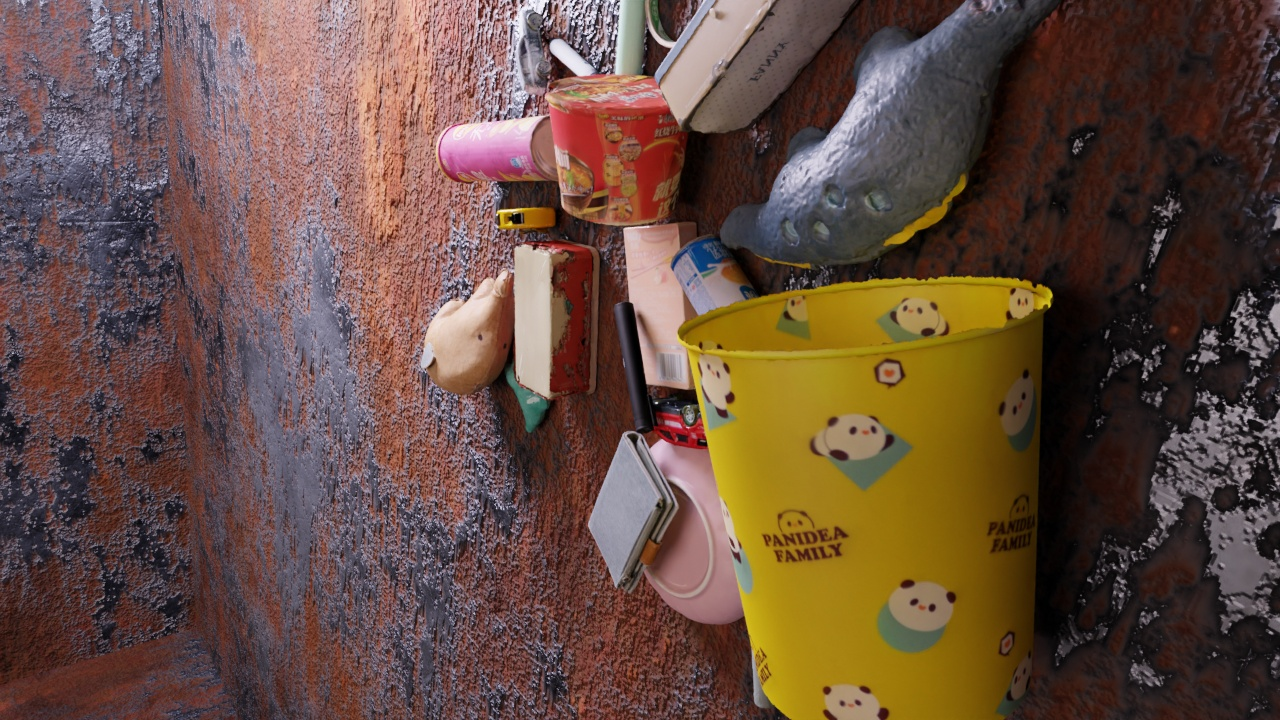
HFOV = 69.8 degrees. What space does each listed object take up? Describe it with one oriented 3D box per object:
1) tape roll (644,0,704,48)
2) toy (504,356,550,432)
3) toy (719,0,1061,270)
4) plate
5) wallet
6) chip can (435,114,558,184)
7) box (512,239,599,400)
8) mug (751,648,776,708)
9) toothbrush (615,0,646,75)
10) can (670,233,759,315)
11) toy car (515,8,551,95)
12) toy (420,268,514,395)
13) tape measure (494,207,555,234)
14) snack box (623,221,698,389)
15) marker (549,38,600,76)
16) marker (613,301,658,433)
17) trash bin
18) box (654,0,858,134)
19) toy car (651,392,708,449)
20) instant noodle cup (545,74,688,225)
[{"bbox_3d":[0.035,-0.324,0.819,0.086,0.013,0.086,16,111,50],"label":"tape roll"},{"bbox_3d":[-0.137,0.028,1.112,0.092,0.030,0.097,55,134,25],"label":"toy"},{"bbox_3d":[0.164,-0.144,0.647,0.358,0.091,0.137,-42,38,47],"label":"toy"},{"bbox_3d":[0.043,0.169,0.905,0.193,0.039,0.192,16,110,50],"label":"plate"},{"bbox_3d":[-0.006,0.152,0.903,0.106,0.037,0.130,59,138,42],"label":"wallet"},{"bbox_3d":[-0.152,-0.236,1.033,0.211,0.071,0.071,13,108,50],"label":"chip can"},{"bbox_3d":[-0.100,-0.045,1.009,0.091,0.076,0.168,22,115,49],"label":"box"},{"bbox_3d":[0.122,0.209,0.749,0.084,0.123,0.103,-1,95,31],"label":"mug"},{"bbox_3d":[-0.011,-0.273,0.882,0.027,0.026,0.225,-118,31,-67],"label":"toothbrush"},{"bbox_3d":[0.079,-0.043,0.797,0.134,0.053,0.053,61,139,23],"label":"can"},{"bbox_3d":[-0.118,-0.332,0.989,0.043,0.034,0.090,174,87,-81],"label":"toy car"},{"bbox_3d":[-0.199,-0.033,1.134,0.227,0.082,0.143,-25,68,51],"label":"toy"},{"bbox_3d":[-0.123,-0.156,1.027,0.057,0.059,0.029,6,103,46],"label":"tape measure"},{"bbox_3d":[0.023,-0.053,0.888,0.085,0.026,0.157,6,103,52],"label":"snack box"},{"bbox_3d":[-0.060,-0.298,0.935,0.018,0.022,0.130,-51,46,14],"label":"marker"},{"bbox_3d":[-0.005,0.005,0.877,0.022,0.020,0.132,-23,65,29],"label":"marker"},{"bbox_3d":[0.155,0.088,0.608,0.230,0.229,0.255,6,109,51],"label":"trash bin"},{"bbox_3d":[0.092,-0.254,0.704,0.185,0.089,0.059,-47,61,44],"label":"box"},{"bbox_3d":[0.042,0.057,0.869,0.121,0.052,0.045,11,102,53],"label":"toy car"},{"bbox_3d":[-0.016,-0.191,0.831,0.138,0.137,0.109,32,131,44],"label":"instant noodle cup"}]
